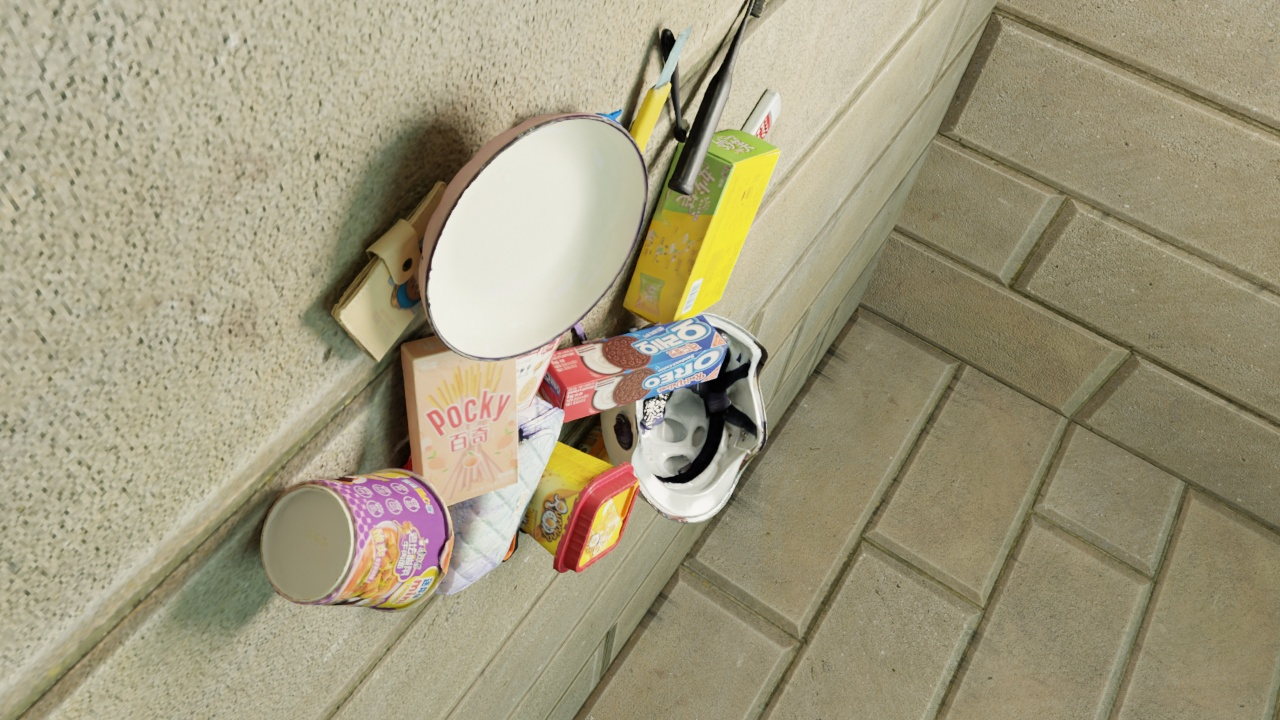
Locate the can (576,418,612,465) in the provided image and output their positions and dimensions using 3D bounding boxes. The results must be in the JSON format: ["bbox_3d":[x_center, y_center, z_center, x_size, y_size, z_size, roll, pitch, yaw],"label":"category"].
[{"bbox_3d":[-0.037,0.101,1.243,0.145,0.058,0.058,-52,164,-24],"label":"can"}]

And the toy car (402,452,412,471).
[{"bbox_3d":[-0.197,0.112,0.798,0.106,0.031,0.049,-64,164,4],"label":"toy car"}]

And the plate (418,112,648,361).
[{"bbox_3d":[-0.077,-0.088,0.639,0.192,0.039,0.193,-34,147,-26],"label":"plate"}]

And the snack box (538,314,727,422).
[{"bbox_3d":[-0.006,0.006,0.992,0.207,0.058,0.057,-15,139,-29],"label":"snack box"}]

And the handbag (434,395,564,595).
[{"bbox_3d":[-0.146,0.124,0.900,0.133,0.075,0.194,-30,147,-60],"label":"handbag"}]

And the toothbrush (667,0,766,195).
[{"bbox_3d":[0.079,-0.269,0.923,0.026,0.027,0.212,-125,-123,-87],"label":"toothbrush"}]

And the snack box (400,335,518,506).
[{"bbox_3d":[-0.142,0.047,0.735,0.084,0.026,0.157,-16,131,-26],"label":"snack box"}]

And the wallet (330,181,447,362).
[{"bbox_3d":[-0.157,-0.061,0.612,0.115,0.024,0.087,-55,169,-15],"label":"wallet"}]

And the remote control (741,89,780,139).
[{"bbox_3d":[0.135,-0.272,1.146,0.136,0.020,0.056,-58,164,-4],"label":"remote control"}]

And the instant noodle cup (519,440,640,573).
[{"bbox_3d":[-0.084,0.151,1.005,0.115,0.124,0.116,-21,135,-59],"label":"instant noodle cup"}]

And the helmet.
[{"bbox_3d":[0.037,0.064,1.169,0.228,0.146,0.259,0,97,-39],"label":"helmet"}]

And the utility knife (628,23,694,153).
[{"bbox_3d":[0.000,-0.207,0.828,0.033,0.015,0.207,-30,152,-55],"label":"utility knife"}]

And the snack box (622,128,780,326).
[{"bbox_3d":[0.072,-0.153,1.062,0.157,0.070,0.210,-34,148,-57],"label":"snack box"}]

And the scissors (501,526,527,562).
[{"bbox_3d":[-0.135,0.139,1.088,0.162,0.022,0.234,-33,145,-65],"label":"scissors"}]

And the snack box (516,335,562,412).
[{"bbox_3d":[-0.117,-0.009,0.798,0.127,0.044,0.113,-63,164,20],"label":"snack box"}]

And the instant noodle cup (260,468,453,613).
[{"bbox_3d":[-0.210,0.130,0.666,0.111,0.111,0.099,-60,156,2],"label":"instant noodle cup"}]

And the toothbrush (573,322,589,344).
[{"bbox_3d":[-0.062,-0.013,1.039,0.189,0.017,0.014,72,39,-67],"label":"toothbrush"}]

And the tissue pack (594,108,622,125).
[{"bbox_3d":[-0.064,-0.124,0.729,0.094,0.052,0.157,-34,151,-54],"label":"tissue pack"}]

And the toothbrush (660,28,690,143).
[{"bbox_3d":[0.034,-0.255,0.860,0.018,0.015,0.181,-59,166,-10],"label":"toothbrush"}]
